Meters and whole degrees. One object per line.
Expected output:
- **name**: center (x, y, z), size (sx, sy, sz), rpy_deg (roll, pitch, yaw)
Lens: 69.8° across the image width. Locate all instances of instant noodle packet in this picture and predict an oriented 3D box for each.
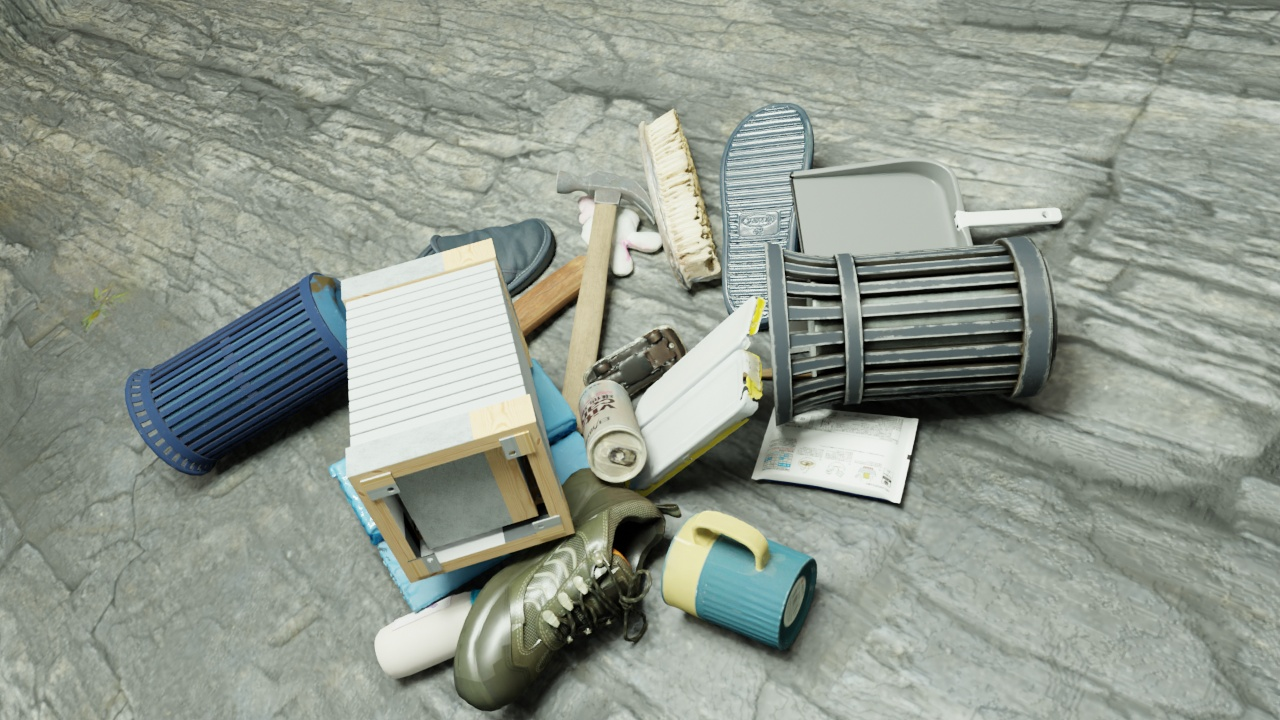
- **instant noodle packet**: center (0.177, 0.080, 0.837), size (0.134, 0.026, 0.086), rpy_deg (6, 56, 26)

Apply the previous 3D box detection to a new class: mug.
- **mug**: center (0.079, 0.171, 0.747), size (0.107, 0.114, 0.083), rpy_deg (18, 48, 30)

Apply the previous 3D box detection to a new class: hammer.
- **hammer**: center (-0.159, -0.020, 1.028), size (0.300, 0.037, 0.158), rpy_deg (-41, 52, -19)
- **hammer**: center (-0.055, -0.074, 1.016), size (0.119, 0.031, 0.330), rpy_deg (6, 63, 3)

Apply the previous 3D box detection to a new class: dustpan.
- **dustpan**: center (0.290, -0.133, 0.924), size (0.257, 0.033, 0.163), rpy_deg (-3, 68, -2)

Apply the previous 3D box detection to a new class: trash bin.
- **trash bin**: center (0.229, -0.031, 0.808), size (0.227, 0.164, 0.164), rpy_deg (-4, 52, 8)
- **trash bin**: center (-0.164, 0.036, 0.806), size (0.142, 0.143, 0.246), rpy_deg (-17, 44, -4)
- **trash bin**: center (-0.431, 0.010, 1.047), size (0.249, 0.139, 0.139), rpy_deg (-30, 48, 3)

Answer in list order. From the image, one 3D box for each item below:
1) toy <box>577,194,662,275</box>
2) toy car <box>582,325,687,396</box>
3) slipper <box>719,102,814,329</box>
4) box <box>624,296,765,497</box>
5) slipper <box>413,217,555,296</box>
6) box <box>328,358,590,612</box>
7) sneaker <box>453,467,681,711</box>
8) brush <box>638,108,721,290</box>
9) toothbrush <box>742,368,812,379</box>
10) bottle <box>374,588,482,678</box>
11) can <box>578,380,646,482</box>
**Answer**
- **toy**: center (-0.033, -0.156, 1.098), size (0.075, 0.037, 0.125), rpy_deg (-36, 63, -14)
- **toy car**: center (-0.006, 0.006, 0.959), size (0.112, 0.048, 0.040), rpy_deg (-30, 10, -7)
- **slipper**: center (0.139, -0.153, 1.010), size (0.101, 0.082, 0.263), rpy_deg (2, 74, 18)
- **box**: center (0.047, 0.036, 0.841), size (0.210, 0.034, 0.129), rpy_deg (-45, 27, 47)
- **slipper**: center (-0.231, -0.109, 1.114), size (0.265, 0.083, 0.109), rpy_deg (-29, 46, -4)
- **box**: center (-0.157, 0.114, 0.891), size (0.231, 0.034, 0.174), rpy_deg (-30, 65, -20)
- **sneaker**: center (-0.042, 0.205, 0.779), size (0.143, 0.101, 0.237), rpy_deg (10, 51, 36)
- **brush**: center (0.043, -0.192, 1.068), size (0.057, 0.083, 0.270), rpy_deg (-18, 48, 9)
- **toothbrush**: center (0.147, 0.011, 0.912), size (0.167, 0.016, 0.016), rpy_deg (-2, 54, 19)
- **bottle**: center (-0.166, 0.239, 0.832), size (0.146, 0.051, 0.051), rpy_deg (-24, 48, 2)
- **can**: center (-0.029, 0.064, 0.872), size (0.054, 0.054, 0.135), rpy_deg (-25, 19, 1)
